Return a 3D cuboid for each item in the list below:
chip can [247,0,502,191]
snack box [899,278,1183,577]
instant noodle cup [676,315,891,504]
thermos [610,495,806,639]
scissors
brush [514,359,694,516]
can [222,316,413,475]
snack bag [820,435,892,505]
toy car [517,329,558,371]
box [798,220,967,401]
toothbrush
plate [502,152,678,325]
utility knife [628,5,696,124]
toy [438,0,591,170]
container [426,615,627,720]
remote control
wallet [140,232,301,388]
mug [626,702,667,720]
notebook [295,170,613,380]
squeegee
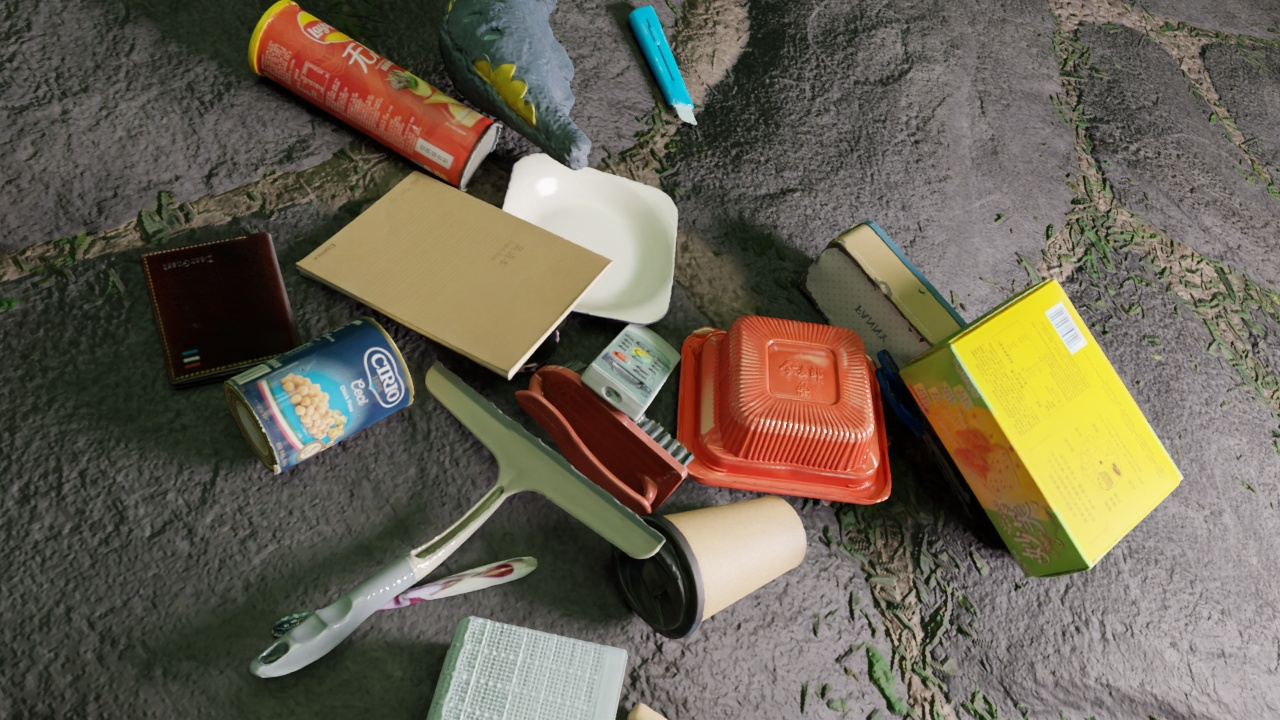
[{"bbox_3d":[-0.234,-0.234,0.815,0.216,0.073,0.073,30,55,-2],"label":"chip can"},{"bbox_3d":[0.342,0.055,0.784,0.157,0.070,0.210,-27,84,-30],"label":"snack box"},{"bbox_3d":[0.126,0.031,0.782,0.189,0.079,0.164,6,52,-4],"label":"instant noodle cup"},{"bbox_3d":[0.054,0.149,0.698,0.143,0.093,0.093,-12,66,-35],"label":"thermos"},{"bbox_3d":[0.252,0.066,0.818,0.146,0.012,0.169,21,44,-57],"label":"scissors"},{"bbox_3d":[-0.033,0.059,0.727,0.146,0.063,0.069,42,42,8],"label":"brush"},{"bbox_3d":[-0.232,0.025,0.664,0.110,0.075,0.075,-31,76,-32],"label":"can"},{"bbox_3d":[0.183,0.084,0.817,0.105,0.026,0.045,-35,79,-32],"label":"snack bag"},{"bbox_3d":[-0.125,-0.034,0.761,0.122,0.037,0.056,37,58,6],"label":"toy car"},{"bbox_3d":[0.239,-0.040,0.875,0.059,0.090,0.184,-34,80,-33],"label":"box"},{"bbox_3d":[-0.161,0.164,0.646,0.187,0.017,0.016,-10,62,-25],"label":"toothbrush"},{"bbox_3d":[-0.049,-0.104,0.833,0.163,0.034,0.164,15,57,-12],"label":"plate"},{"bbox_3d":[0.026,-0.320,0.998,0.034,0.018,0.166,-10,67,-26],"label":"utility knife"},{"bbox_3d":[-0.117,-0.286,0.846,0.137,0.092,0.355,17,36,-21],"label":"toy"},{"bbox_3d":[-0.079,0.226,0.599,0.111,0.090,0.090,18,56,-7],"label":"container"},{"bbox_3d":[-0.005,0.004,0.756,0.056,0.019,0.134,38,24,1],"label":"remote control"},{"bbox_3d":[-0.320,-0.041,0.704,0.096,0.020,0.122,-13,64,-26],"label":"wallet"},{"bbox_3d":[0.019,0.298,0.607,0.103,0.084,0.124,35,31,3],"label":"mug"},{"bbox_3d":[-0.151,-0.079,0.754,0.211,0.012,0.149,26,53,17],"label":"notebook"},{"bbox_3d":[-0.155,0.137,0.634,0.246,0.039,0.245,34,54,26],"label":"squeegee"}]
